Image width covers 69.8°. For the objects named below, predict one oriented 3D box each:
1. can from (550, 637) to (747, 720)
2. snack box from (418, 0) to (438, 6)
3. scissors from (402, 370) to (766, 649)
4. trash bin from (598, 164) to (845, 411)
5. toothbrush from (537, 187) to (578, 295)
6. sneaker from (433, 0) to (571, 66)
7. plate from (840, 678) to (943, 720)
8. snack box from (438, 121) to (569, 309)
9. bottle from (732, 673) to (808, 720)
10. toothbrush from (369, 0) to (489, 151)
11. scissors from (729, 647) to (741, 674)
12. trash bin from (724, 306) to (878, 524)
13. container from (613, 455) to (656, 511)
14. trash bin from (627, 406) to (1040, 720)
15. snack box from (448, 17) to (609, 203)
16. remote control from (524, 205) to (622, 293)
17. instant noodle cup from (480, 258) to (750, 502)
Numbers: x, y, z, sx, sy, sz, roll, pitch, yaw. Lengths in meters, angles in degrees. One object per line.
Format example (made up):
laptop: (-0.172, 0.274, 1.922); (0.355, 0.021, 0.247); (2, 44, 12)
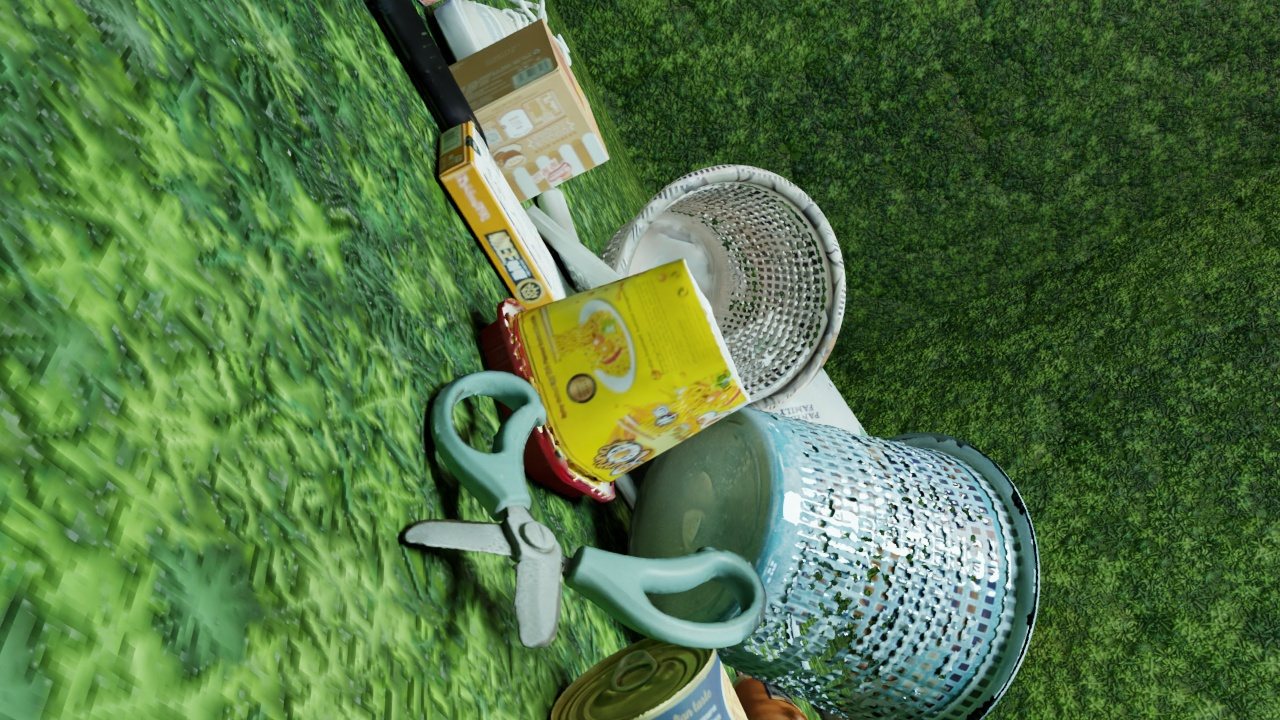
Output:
can: (0.019, 0.183, 0.387); (0.075, 0.075, 0.111); (-53, 119, -81)
snack box: (-0.178, -0.325, 0.668); (0.207, 0.057, 0.058); (-32, 101, -83)
scissors: (-0.023, 0.065, 0.399); (0.170, 0.019, 0.174); (22, 24, -26)
trash bin: (0.051, -0.068, 0.887); (0.227, 0.227, 0.192); (63, -14, -17)
toothbrush: (-0.079, -0.134, 0.871); (0.027, 0.026, 0.220); (102, -28, -57)
sneaker: (-0.118, -0.294, 0.860); (0.089, 0.091, 0.242); (64, 9, -8)
plate: (0.170, 0.330, 0.632); (0.230, 0.027, 0.230); (-165, -89, -77)
snack box: (-0.091, -0.086, 0.644); (0.075, 0.026, 0.154); (-105, 168, -53)
bottle: (0.094, 0.274, 0.697); (0.149, 0.067, 0.067); (-92, 157, -87)
toothbrush: (-0.125, -0.161, 0.654); (0.026, 0.027, 0.213); (-49, 128, -31)
scissors: (0.075, 0.235, 0.841); (0.136, 0.017, 0.133); (62, 4, 4)
trash bin: (0.164, 0.081, 1.196); (0.252, 0.230, 0.229); (61, 8, 0)
container: (0.022, 0.063, 0.739); (0.114, 0.090, 0.090); (-108, 171, -60)
trash bin: (0.108, 0.128, 0.612); (0.195, 0.227, 0.226); (23, 31, -28)
snack box: (-0.091, -0.192, 0.719); (0.094, 0.093, 0.077); (56, 12, -50)
remote control: (-0.045, -0.066, 0.712); (0.150, 0.021, 0.058); (41, -16, 36)
instant noodle cup: (-0.010, 0.008, 0.538); (0.116, 0.124, 0.116); (48, 20, -66)
